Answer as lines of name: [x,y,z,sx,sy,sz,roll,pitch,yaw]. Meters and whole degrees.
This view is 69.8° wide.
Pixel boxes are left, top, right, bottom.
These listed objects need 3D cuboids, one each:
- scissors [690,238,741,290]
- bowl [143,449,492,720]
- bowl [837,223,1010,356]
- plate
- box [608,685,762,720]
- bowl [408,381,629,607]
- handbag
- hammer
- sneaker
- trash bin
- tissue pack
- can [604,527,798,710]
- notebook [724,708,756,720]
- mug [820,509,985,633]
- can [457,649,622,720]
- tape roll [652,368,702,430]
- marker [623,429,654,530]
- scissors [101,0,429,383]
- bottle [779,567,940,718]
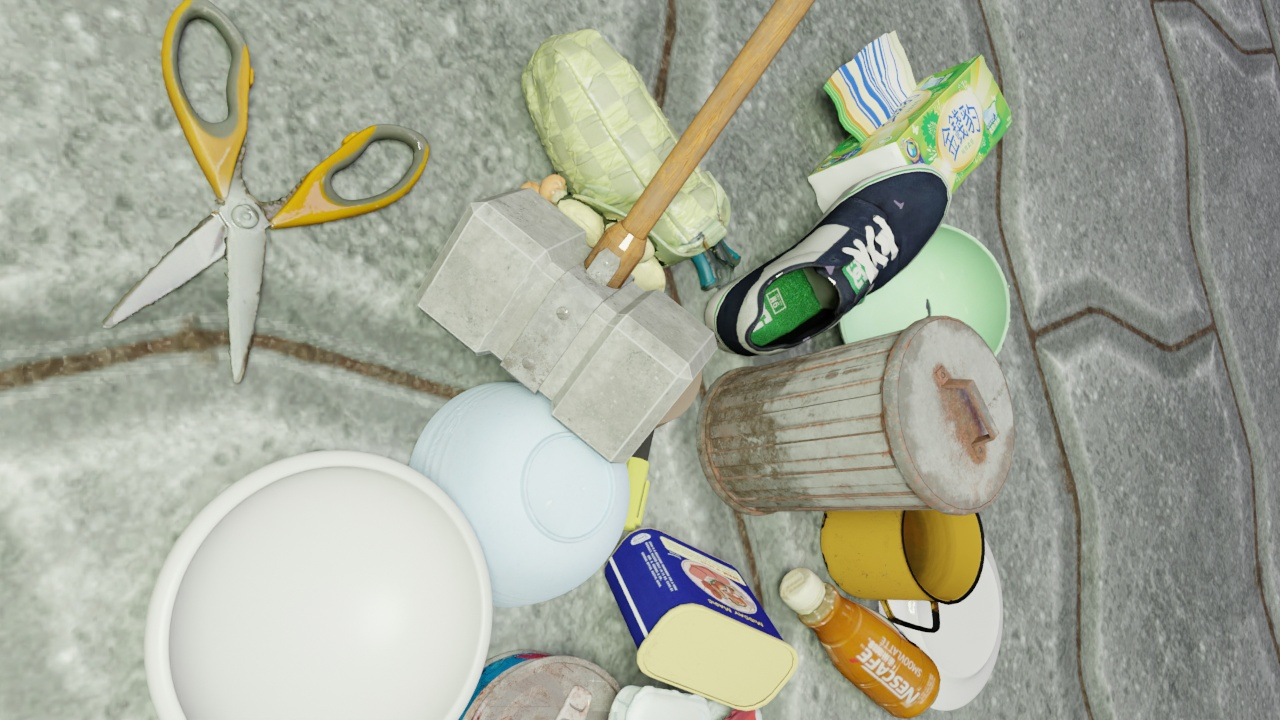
scissors: [0.055,-0.096,0.740,0.126,0.019,0.143,7,79,-36]
bowl: [-0.172,0.138,0.493,0.176,0.066,0.176,8,76,-36]
bowl: [0.242,-0.044,0.819,0.151,0.077,0.151,0,91,-2]
plate: [0.290,0.227,0.854,0.188,0.016,0.188,8,76,-36]
box: [0.020,0.321,0.588,0.189,0.037,0.208,34,64,-46]
bowl: [-0.063,0.082,0.581,0.150,0.075,0.150,8,76,-35]
handbag: [-0.030,-0.128,0.636,0.116,0.113,0.186,-39,102,-21]
hammer: [0.021,-0.109,0.515,0.163,0.318,0.082,39,25,3]
sneaker: [0.165,-0.077,0.722,0.235,0.079,0.084,-35,108,-11]
trash bin: [0.155,0.048,0.664,0.130,0.212,0.130,8,76,-36]
tissue pack: [0.237,-0.223,0.848,0.141,0.121,0.197,56,48,-16]
can: [0.037,0.172,0.620,0.116,0.092,0.056,30,102,-29]
notebook: [0.024,0.324,0.558,0.208,0.012,0.153,-21,107,-52]
mug: [0.216,0.161,0.761,0.100,0.094,0.123,3,78,-35]
can: [-0.064,0.248,0.566,0.129,0.044,0.130,8,76,-36]
tape roll: [-0.004,0.004,0.656,0.093,0.030,0.093,8,70,-23]
marker: [0.002,0.062,0.668,0.021,0.017,0.123,9,68,11]
scissors: [-0.229,-0.107,0.531,0.224,0.016,0.216,-45,109,-32]
bottle: [0.174,0.225,0.740,0.167,0.059,0.059,43,59,-22]
